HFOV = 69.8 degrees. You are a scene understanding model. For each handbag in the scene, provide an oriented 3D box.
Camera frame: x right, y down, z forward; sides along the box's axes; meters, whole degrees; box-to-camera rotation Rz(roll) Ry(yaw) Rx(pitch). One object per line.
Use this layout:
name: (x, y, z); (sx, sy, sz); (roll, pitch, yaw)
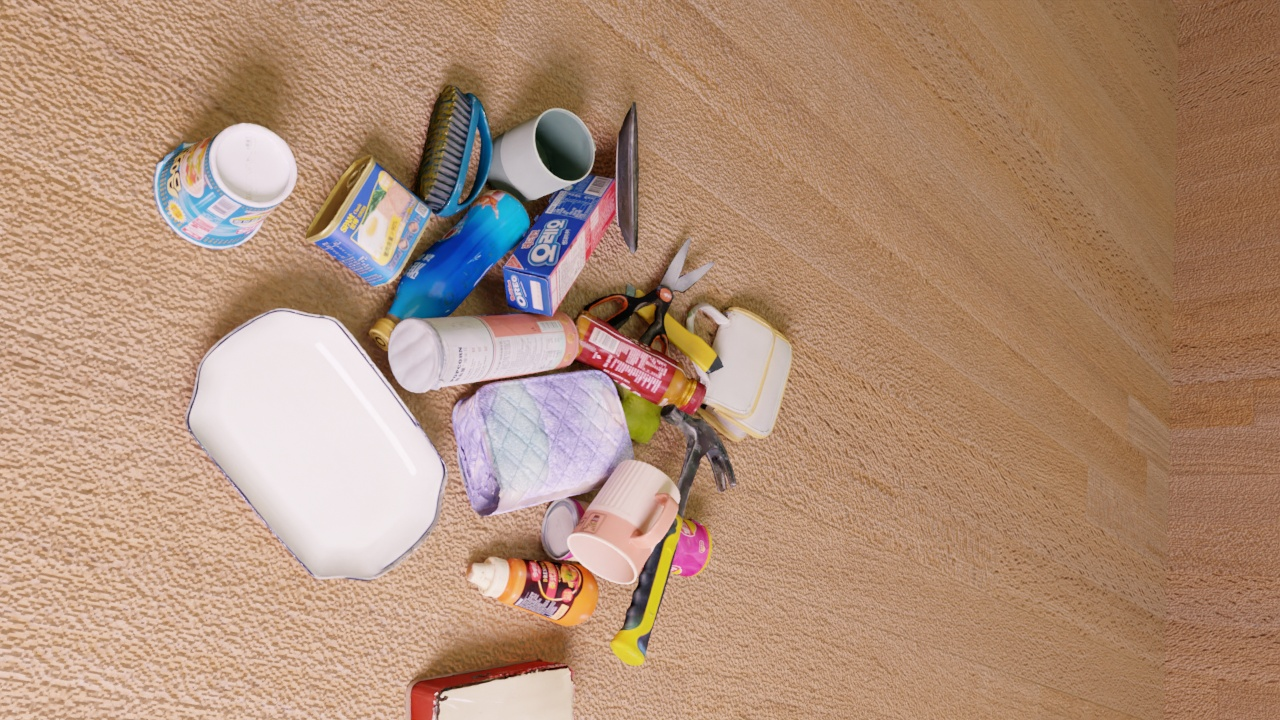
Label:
handbag: (-0.104, 0.087, 1.001); (0.193, 0.076, 0.134); (-7, 76, -41)
handbag: (0.123, 0.004, 1.240); (0.178, 0.063, 0.163); (36, 60, -29)

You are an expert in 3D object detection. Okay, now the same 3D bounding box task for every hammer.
hammer: (0.035, 0.197, 1.050); (0.126, 0.032, 0.322); (42, 45, -21)

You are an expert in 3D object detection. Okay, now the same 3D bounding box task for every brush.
brush: (-0.194, -0.218, 0.977); (0.073, 0.055, 0.143); (20, 70, -39)

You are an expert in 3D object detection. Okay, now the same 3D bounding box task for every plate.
plate: (-0.292, 0.080, 0.843); (0.161, 0.034, 0.266); (-42, 113, -24)
plate: (-0.016, -0.218, 1.099); (0.024, 0.179, 0.179); (-1, 90, 2)

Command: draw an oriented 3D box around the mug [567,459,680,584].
mug: (-0.006, 0.166, 0.959); (0.081, 0.115, 0.105); (47, 54, -18)

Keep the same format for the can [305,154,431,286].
can: (-0.264, -0.135, 0.901); (0.083, 0.057, 0.101); (41, 59, -34)

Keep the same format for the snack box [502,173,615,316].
snack box: (-0.086, -0.135, 1.021); (0.206, 0.057, 0.058); (-64, 162, -45)

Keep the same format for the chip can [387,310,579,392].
chip can: (-0.153, -0.014, 0.945); (0.214, 0.071, 0.071); (-9, 90, -56)

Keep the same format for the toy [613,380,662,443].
toy: (-0.002, 0.053, 1.133); (0.096, 0.031, 0.100); (-28, 99, -38)

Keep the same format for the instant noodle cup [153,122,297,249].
instant noodle cup: (-0.351, -0.154, 0.787); (0.099, 0.110, 0.099); (6, 81, -42)

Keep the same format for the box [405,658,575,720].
box: (-0.144, 0.360, 0.928); (0.168, 0.077, 0.091); (5, 80, -42)

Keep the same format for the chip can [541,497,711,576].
chip can: (-0.013, 0.209, 1.073); (0.210, 0.072, 0.071); (18, 72, -40)

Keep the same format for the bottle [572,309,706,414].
bottle: (-0.006, 0.006, 1.067); (0.175, 0.058, 0.057); (29, 63, -9)

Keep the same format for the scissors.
scissors: (0.012, -0.076, 1.148); (0.197, 0.022, 0.226); (16, 67, -25)

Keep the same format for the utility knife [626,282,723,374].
utility knife: (0.041, -0.040, 1.178); (0.167, 0.015, 0.033); (41, 63, -12)

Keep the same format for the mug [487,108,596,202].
mug: (-0.106, -0.228, 1.024); (0.111, 0.107, 0.082); (-23, 99, -42)

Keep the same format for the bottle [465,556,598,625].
bottle: (-0.118, 0.241, 0.983); (0.149, 0.067, 0.066); (23, 69, -31)

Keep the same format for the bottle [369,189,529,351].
bottle: (-0.198, -0.092, 0.949); (0.065, 0.065, 0.218); (53, 52, -24)
